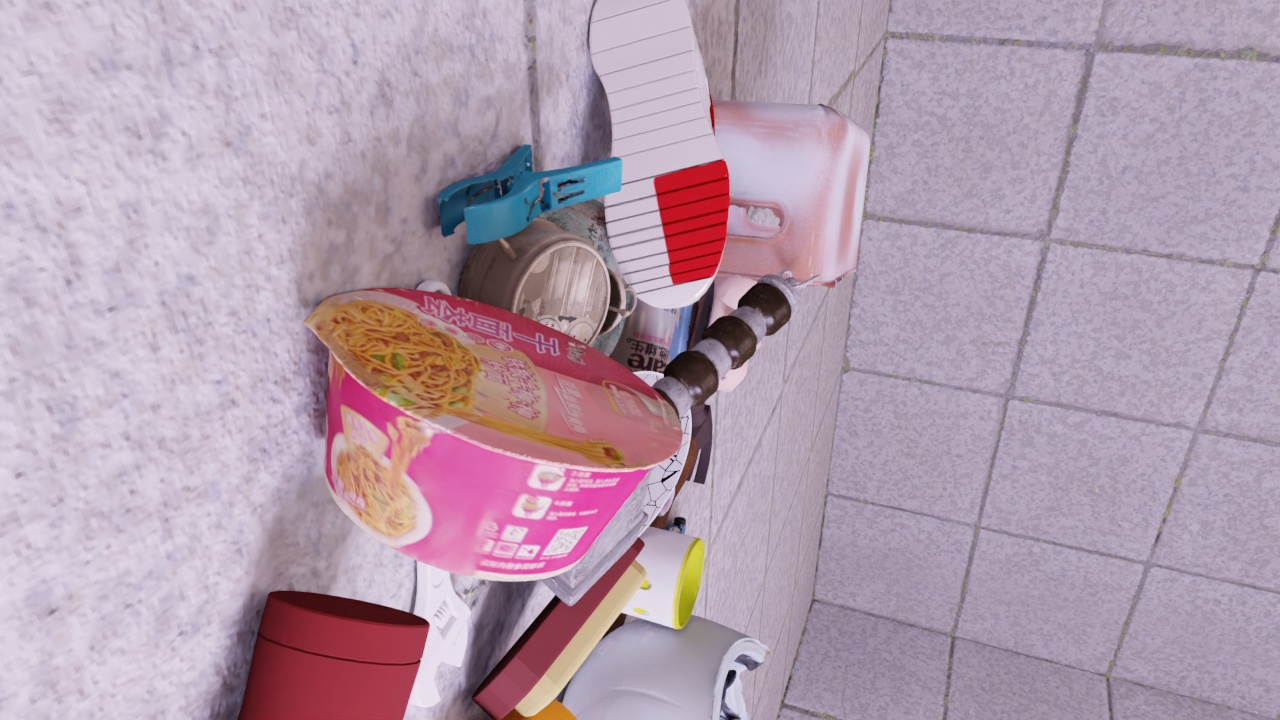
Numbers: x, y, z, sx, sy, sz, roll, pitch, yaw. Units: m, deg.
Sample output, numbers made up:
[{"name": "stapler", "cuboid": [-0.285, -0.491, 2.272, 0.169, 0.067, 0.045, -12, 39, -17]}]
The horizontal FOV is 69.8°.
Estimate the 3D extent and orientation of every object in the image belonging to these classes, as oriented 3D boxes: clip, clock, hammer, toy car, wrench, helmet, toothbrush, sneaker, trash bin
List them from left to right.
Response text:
[{"name": "wrench", "cuboid": [-0.125, 0.086, 0.551, 0.066, 0.018, 0.274, -37, 134, -64]}, {"name": "clip", "cuboid": [-0.081, -0.102, 0.543, 0.120, 0.104, 0.027, -43, 137, -51]}, {"name": "clock", "cuboid": [-0.047, -0.039, 0.580, 0.140, 0.055, 0.093, 0, 108, -48]}, {"name": "helmet", "cuboid": [0.003, 0.362, 0.867, 0.235, 0.164, 0.264, -37, 142, -58]}, {"name": "hammer", "cuboid": [0.022, 0.175, 1.033, 0.115, 0.033, 0.321, 81, 27, -43]}, {"name": "sneaker", "cuboid": [0.021, -0.152, 0.686, 0.104, 0.090, 0.236, 15, 65, -76]}, {"name": "toy car", "cuboid": [0.034, 0.226, 1.107, 0.107, 0.027, 0.060, -47, 145, -76]}, {"name": "toothbrush", "cuboid": [0.042, 0.013, 1.027, 0.016, 0.016, 0.167, -18, 119, -73]}, {"name": "hammer", "cuboid": [0.031, 0.018, 0.659, 0.325, 0.079, 0.177, -42, 159, -27]}, {"name": "clock", "cuboid": [0.101, -0.031, 1.013, 0.160, 0.086, 0.131, 61, 42, -87]}, {"name": "trash bin", "cuboid": [0.121, -0.165, 0.895, 0.259, 0.182, 0.157, -27, 124, -67]}]

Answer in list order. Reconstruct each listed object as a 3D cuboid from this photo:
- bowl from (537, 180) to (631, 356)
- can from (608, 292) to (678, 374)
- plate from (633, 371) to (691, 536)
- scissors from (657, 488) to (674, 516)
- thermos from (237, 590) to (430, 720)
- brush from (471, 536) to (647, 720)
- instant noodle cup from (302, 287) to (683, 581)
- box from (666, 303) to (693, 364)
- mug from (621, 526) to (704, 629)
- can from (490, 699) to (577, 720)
[{"name": "bowl", "cuboid": [-0.043, -0.052, 0.683, 0.157, 0.038, 0.157, 11, 89, -72]}, {"name": "can", "cuboid": [-0.005, 0.005, 0.809, 0.054, 0.054, 0.135, 30, 72, -71]}, {"name": "plate", "cuboid": [-0.031, 0.091, 0.748, 0.188, 0.016, 0.189, -27, 133, -34]}, {"name": "scissors", "cuboid": [0.007, 0.093, 0.905, 0.170, 0.014, 0.173, -59, 142, -29]}, {"name": "thermos", "cuboid": [-0.148, 0.215, 0.421, 0.108, 0.084, 0.198, 20, 77, -35]}, {"name": "brush", "cuboid": [-0.053, 0.200, 0.693, 0.172, 0.042, 0.082, -46, 177, -38]}, {"name": "instant noodle cup", "cuboid": [-0.076, 0.037, 0.448, 0.078, 0.179, 0.178, -67, 166, 17]}, {"name": "box", "cuboid": [0.019, 0.026, 0.957, 0.125, 0.021, 0.209, -26, 126, -70]}, {"name": "mug", "cuboid": [-0.003, 0.191, 0.838, 0.082, 0.106, 0.082, 12, 89, -73]}, {"name": "can", "cuboid": [-0.098, 0.303, 0.655, 0.142, 0.079, 0.079, -12, 112, -71]}]
